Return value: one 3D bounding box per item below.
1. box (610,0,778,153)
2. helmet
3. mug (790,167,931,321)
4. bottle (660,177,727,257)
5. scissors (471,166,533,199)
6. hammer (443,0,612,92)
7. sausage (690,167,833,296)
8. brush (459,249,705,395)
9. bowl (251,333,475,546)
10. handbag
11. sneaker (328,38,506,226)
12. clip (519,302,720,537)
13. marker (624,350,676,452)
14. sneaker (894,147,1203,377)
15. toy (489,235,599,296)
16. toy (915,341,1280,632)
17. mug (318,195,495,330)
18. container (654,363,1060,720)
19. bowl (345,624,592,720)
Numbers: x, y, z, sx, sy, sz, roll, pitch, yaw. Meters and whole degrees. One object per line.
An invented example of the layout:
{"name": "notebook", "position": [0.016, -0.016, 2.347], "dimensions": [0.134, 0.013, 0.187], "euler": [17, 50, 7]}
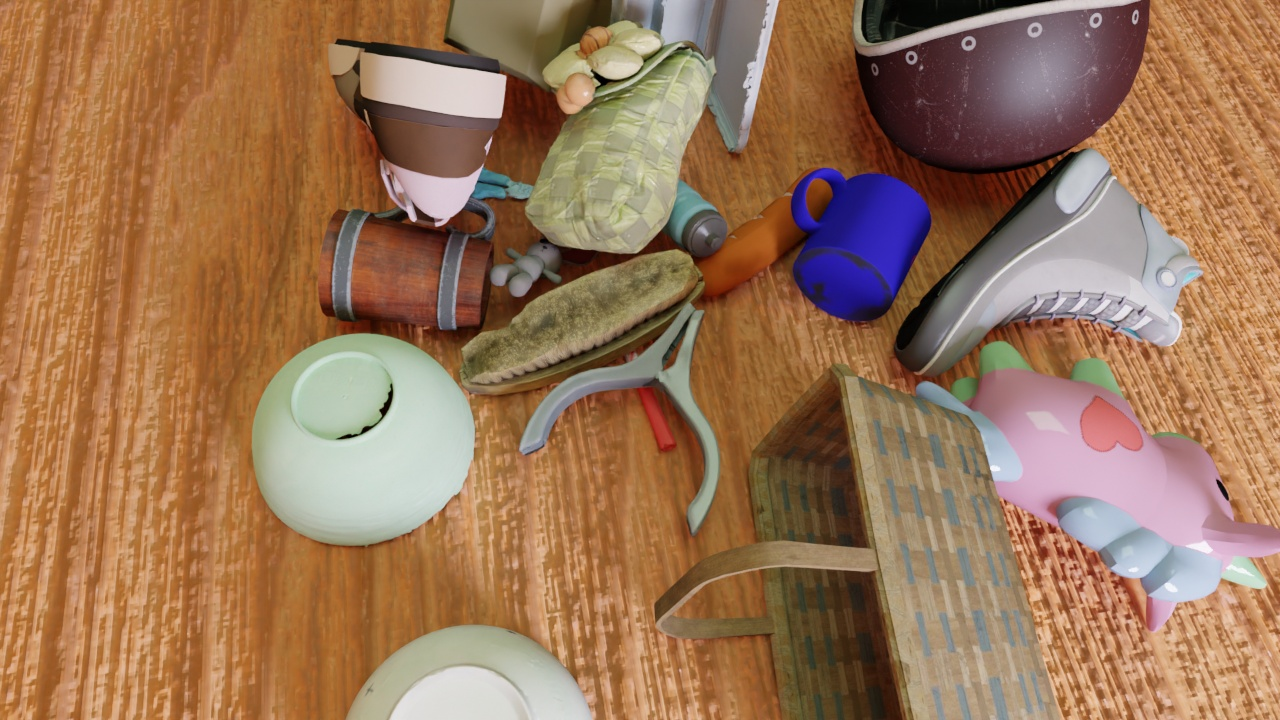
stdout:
{"name": "box", "position": [0.033, -0.263, 0.726], "dimensions": [0.105, 0.211, 0.129], "euler": [-16, 62, -12]}
{"name": "helmet", "position": [0.287, -0.279, 0.727], "dimensions": [0.234, 0.233, 0.253], "euler": [-6, 91, 20]}
{"name": "mug", "position": [0.161, -0.098, 0.707], "dimensions": [0.111, 0.079, 0.083], "euler": [41, 62, -15]}
{"name": "bottle", "position": [0.025, -0.121, 0.718], "dimensions": [0.040, 0.040, 0.130], "euler": [-24, 44, -17]}
{"name": "scissors", "position": [-0.110, -0.142, 0.762], "dimensions": [0.136, 0.015, 0.055], "euler": [13, 62, -4]}
{"name": "hammer", "position": [-0.036, -0.393, 0.706], "dimensions": [0.101, 0.326, 0.189], "euler": [28, 34, 11]}
{"name": "sausage", "position": [0.102, -0.103, 0.738], "dimensions": [0.164, 0.039, 0.044], "euler": [-38, 60, -22]}
{"name": "brush", "position": [-0.043, -0.027, 0.672], "dimensions": [0.195, 0.043, 0.059], "euler": [-24, 63, -7]}
{"name": "bowl", "position": [-0.190, 0.041, 0.612], "dimensions": [0.151, 0.077, 0.150], "euler": [2, 61, -3]}
{"name": "handbag", "position": [-0.023, -0.173, 0.675], "dimensions": [0.113, 0.117, 0.186], "euler": [0, 58, 34]}
{"name": "sneaker", "position": [-0.168, -0.172, 0.687], "dimensions": [0.111, 0.116, 0.294], "euler": [0, 18, -26]}
{"name": "clip", "position": [-0.022, 0.040, 0.642], "dimensions": [0.164, 0.031, 0.168], "euler": [-2, 70, 1]}
{"name": "marker", "position": [-0.004, 0.004, 0.684], "dimensions": [0.012, 0.013, 0.142], "euler": [-16, 63, -13]}
{"name": "sneaker", "position": [0.321, -0.041, 0.702], "dimensions": [0.160, 0.093, 0.256], "euler": [43, 67, 9]}
{"name": "toy", "position": [-0.074, -0.077, 0.701], "dimensions": [0.049, 0.030, 0.111], "euler": [30, 34, 12]}
{"name": "toy", "position": [0.295, 0.077, 0.611], "dimensions": [0.222, 0.120, 0.170], "euler": [11, 46, -12]}
{"name": "mug", "position": [-0.166, -0.078, 0.681], "dimensions": [0.111, 0.082, 0.117], "euler": [8, 60, -4]}
{"name": "container", "position": [0.109, 0.139, 0.539], "dimensions": [0.186, 0.158, 0.249], "euler": [4, 60, -15]}
{"name": "bowl", "position": [-0.100, 0.222, 0.520], "dimensions": [0.153, 0.073, 0.153], "euler": [1, 61, -3]}
